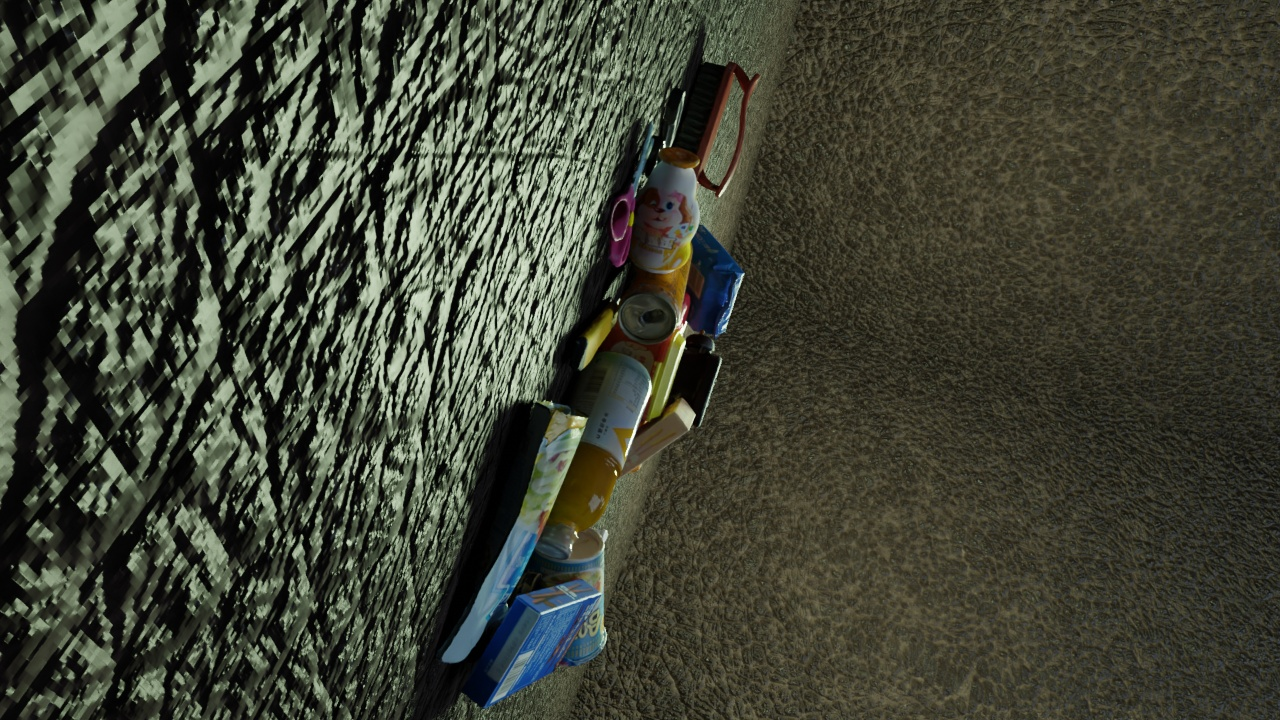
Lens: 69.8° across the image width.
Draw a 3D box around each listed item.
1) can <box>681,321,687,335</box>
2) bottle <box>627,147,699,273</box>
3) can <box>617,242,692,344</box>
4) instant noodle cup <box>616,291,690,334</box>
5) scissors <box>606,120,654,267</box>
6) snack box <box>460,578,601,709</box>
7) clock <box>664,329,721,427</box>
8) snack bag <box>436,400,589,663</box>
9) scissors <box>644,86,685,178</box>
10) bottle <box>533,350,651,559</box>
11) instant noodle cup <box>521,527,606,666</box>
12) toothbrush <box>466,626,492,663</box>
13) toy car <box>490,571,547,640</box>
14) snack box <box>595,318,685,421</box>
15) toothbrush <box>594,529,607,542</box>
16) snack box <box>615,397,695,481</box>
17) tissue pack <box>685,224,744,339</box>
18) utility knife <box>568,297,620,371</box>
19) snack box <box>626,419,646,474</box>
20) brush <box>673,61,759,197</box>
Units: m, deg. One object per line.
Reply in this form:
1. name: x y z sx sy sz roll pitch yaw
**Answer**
1. can: 0.033 -0.052 1.222 0.058 0.058 0.147 99 11 -59
2. bottle: 0.023 -0.134 0.820 0.063 0.063 0.109 -64 170 -55
3. can: 0.016 -0.077 0.887 0.145 0.058 0.058 -76 180 -55
4. instant noodle cup: 0.008 -0.021 1.048 0.194 0.066 0.194 20 87 -85
5. scissors: -0.007 -0.148 0.759 0.077 0.017 0.137 65 38 -69
6. snack box: -0.085 0.228 0.757 0.084 0.026 0.157 -59 163 1
7. clock: 0.057 0.019 1.026 0.082 0.055 0.121 100 9 -52
8. snack bag: -0.091 0.123 0.672 0.110 0.039 0.191 120 -8 -90
9. scissors: 0.017 -0.185 0.888 0.170 0.014 0.160 -62 171 -70
10. bottle: -0.046 0.081 0.803 0.068 0.068 0.189 99 11 -59
11. instant noodle cup: -0.074 0.217 0.877 0.099 0.099 0.110 -58 158 -68
12. toothbrush: -0.110 0.181 0.787 0.188 0.014 0.018 -66 159 -54
13. toy car: -0.110 0.230 0.821 0.042 0.035 0.090 -57 166 -74
14. snack box: -0.005 0.005 0.907 0.082 0.080 0.091 -45 153 -80
15. toothbrush: -0.077 0.247 0.963 0.029 0.021 0.188 -44 -171 39
16. snack box: -0.016 0.098 0.939 0.157 0.026 0.084 -37 -179 10
17. tissue pack: 0.069 -0.105 1.110 0.157 0.052 0.095 56 -38 43
18. utility knife: -0.037 -0.028 0.819 0.192 0.015 0.033 -59 166 -70
19. snack box: -0.018 0.083 1.074 0.026 0.075 0.153 60 29 -22
20. brush: 0.081 -0.253 0.995 0.063 0.069 0.146 31 77 -85
